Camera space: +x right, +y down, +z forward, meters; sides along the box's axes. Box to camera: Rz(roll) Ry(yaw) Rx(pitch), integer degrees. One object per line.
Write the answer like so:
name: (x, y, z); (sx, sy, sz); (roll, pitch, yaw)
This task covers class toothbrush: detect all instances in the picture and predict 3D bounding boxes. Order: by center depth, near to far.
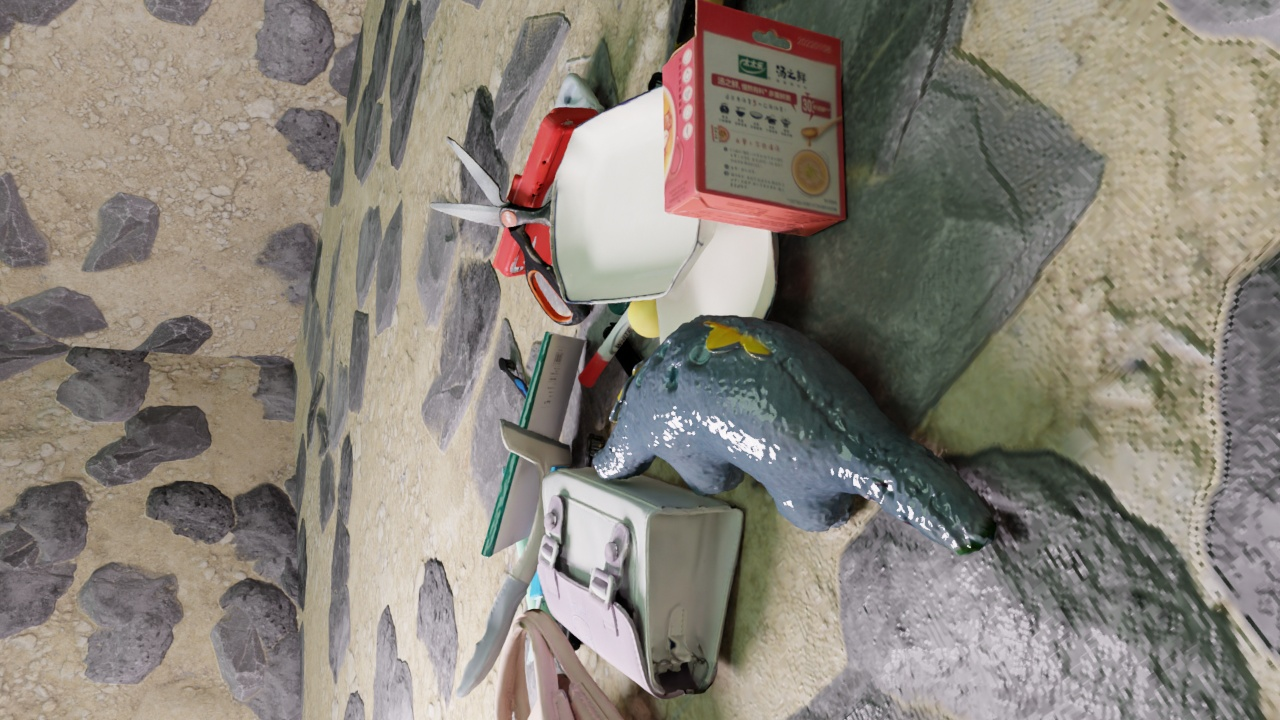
toothbrush: (-0.057, 0.176, 0.893); (0.027, 0.026, 0.212); (10, 94, 29)
toothbrush: (-0.124, 0.205, 1.014); (0.026, 0.027, 0.224); (81, 173, -52)
toothbrush: (-0.135, 0.036, 1.086); (0.189, 0.016, 0.014); (42, 114, 54)

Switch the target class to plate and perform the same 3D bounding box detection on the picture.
plate: (0.059, -0.072, 0.693); (0.164, 0.034, 0.164); (-41, 49, 54)
plate: (-0.008, -0.126, 0.750); (0.266, 0.034, 0.162); (2, 90, 61)

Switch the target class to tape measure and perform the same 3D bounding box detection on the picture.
tape measure: (-0.014, -0.069, 0.847); (0.058, 0.025, 0.054); (4, 88, 64)

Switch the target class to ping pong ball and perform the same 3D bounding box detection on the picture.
ping pong ball: (0.010, -0.040, 0.778); (0.040, 0.040, 0.040); (-19, 68, 61)

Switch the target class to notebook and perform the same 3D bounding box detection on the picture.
notebook: (-0.098, 0.077, 0.881); (0.150, 0.012, 0.209); (9, -83, -81)

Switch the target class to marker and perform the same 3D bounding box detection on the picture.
marker: (-0.013, -0.032, 0.819); (0.146, 0.017, 0.017); (-53, 39, 28)
marker: (-0.005, 0.005, 0.824); (0.132, 0.020, 0.022); (56, 135, 53)

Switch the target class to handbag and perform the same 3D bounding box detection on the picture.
handbag: (-0.012, 0.168, 0.733); (0.197, 0.098, 0.145); (4, 94, 64)
handbag: (-0.078, 0.329, 0.795); (0.234, 0.093, 0.194); (63, 144, 37)

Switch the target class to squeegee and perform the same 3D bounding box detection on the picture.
squeegee: (-0.112, 0.187, 0.826); (0.246, 0.039, 0.246); (52, -126, -77)

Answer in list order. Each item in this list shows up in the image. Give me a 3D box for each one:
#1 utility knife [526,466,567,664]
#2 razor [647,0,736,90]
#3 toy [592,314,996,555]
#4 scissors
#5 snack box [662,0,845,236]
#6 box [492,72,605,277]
utility knife: (-0.100, 0.207, 0.950); (0.034, 0.018, 0.209); (-13, 67, 58)
razor: (0.047, -0.263, 0.726); (0.062, 0.067, 0.167); (5, 83, 63)
toy: (0.066, 0.039, 0.582); (0.357, 0.091, 0.138); (5, 104, 55)
scissors: (-0.113, -0.129, 0.924); (0.221, 0.021, 0.231); (-6, 114, 30)
snack box: (0.073, -0.153, 0.593); (0.044, 0.113, 0.127); (-19, 68, 63)
box: (-0.107, -0.197, 0.980); (0.099, 0.112, 0.202); (47, 132, 24)
